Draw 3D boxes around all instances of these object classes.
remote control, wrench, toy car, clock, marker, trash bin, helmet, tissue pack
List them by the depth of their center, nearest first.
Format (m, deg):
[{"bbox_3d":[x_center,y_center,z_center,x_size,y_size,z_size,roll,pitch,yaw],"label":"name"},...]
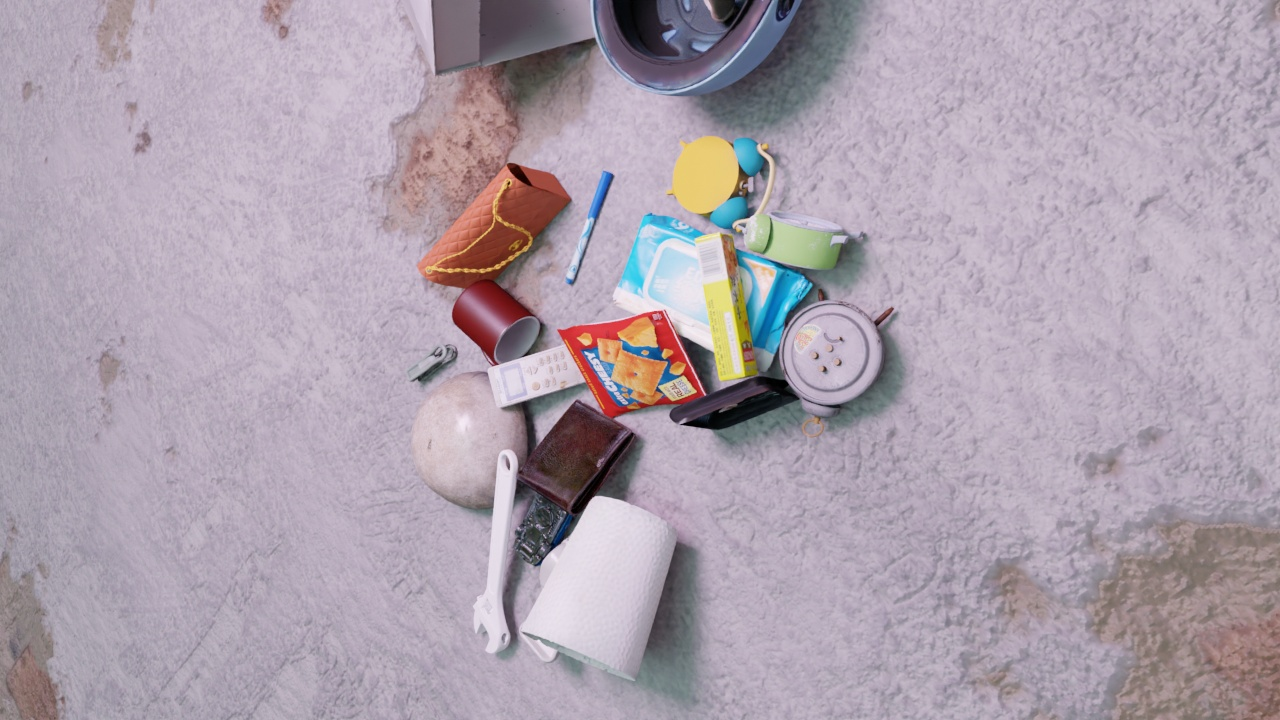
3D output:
[{"bbox_3d":[0.192,0.006,0.926,0.104,0.056,0.148,18,97,29],"label":"clock"},{"bbox_3d":[0.155,-0.124,0.929,0.119,0.094,0.043,19,109,23],"label":"clock"},{"bbox_3d":[0.071,-0.390,0.932,0.226,0.166,0.266,20,98,31],"label":"helmet"},{"bbox_3d":[-0.036,0.242,0.991,0.133,0.133,0.161,11,66,29],"label":"trash bin"},{"bbox_3d":[0.073,-0.075,0.991,0.209,0.066,0.117,27,103,25],"label":"tissue pack"},{"bbox_3d":[0.087,-0.196,0.996,0.130,0.043,0.099,23,101,35],"label":"clock"},{"bbox_3d":[-0.063,-0.158,1.098,0.013,0.013,0.142,27,103,27],"label":"marker"},{"bbox_3d":[-0.114,0.015,1.100,0.136,0.011,0.050,-17,81,7],"label":"remote control"},{"bbox_3d":[-0.110,0.189,1.105,0.056,0.043,0.120,35,109,25],"label":"toy car"},{"bbox_3d":[-0.174,0.236,1.123,0.066,0.018,0.274,27,115,45],"label":"wrench"}]

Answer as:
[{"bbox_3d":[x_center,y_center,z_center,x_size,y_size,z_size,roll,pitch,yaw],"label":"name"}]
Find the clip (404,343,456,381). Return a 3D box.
[{"bbox_3d":[-0.276,0.003,1.211,0.076,0.045,0.023,-34,75,23],"label":"clip"}]

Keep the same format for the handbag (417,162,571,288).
[{"bbox_3d":[-0.177,-0.155,1.108,0.172,0.108,0.060,-42,70,23],"label":"handbag"}]

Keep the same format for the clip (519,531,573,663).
[{"bbox_3d":[-0.075,0.286,1.080,0.125,0.075,0.144,44,100,25],"label":"clip"}]

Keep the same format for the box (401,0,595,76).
[{"bbox_3d":[-0.139,-0.440,1.073,0.172,0.379,0.167,-37,72,42],"label":"box"}]

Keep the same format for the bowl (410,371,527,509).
[{"bbox_3d":[-0.230,0.100,1.146,0.179,0.081,0.178,-2,86,35],"label":"bowl"}]

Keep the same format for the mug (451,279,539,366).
[{"bbox_3d":[-0.181,-0.036,1.139,0.082,0.073,0.106,40,138,24],"label":"mug"}]

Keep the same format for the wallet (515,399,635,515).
[{"bbox_3d":[-0.075,0.111,1.062,0.099,0.031,0.119,26,72,38],"label":"wallet"}]

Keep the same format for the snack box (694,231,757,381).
[{"bbox_3d":[0.087,-0.054,0.925,0.029,0.040,0.148,-11,88,26],"label":"snack box"}]

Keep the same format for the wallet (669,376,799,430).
[{"bbox_3d":[0.098,0.044,0.960,0.115,0.089,0.026,-23,72,27],"label":"wallet"}]

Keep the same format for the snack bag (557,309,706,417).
[{"bbox_3d":[-0.006,0.006,1.024,0.144,0.039,0.131,-9,121,33],"label":"snack bag"}]
